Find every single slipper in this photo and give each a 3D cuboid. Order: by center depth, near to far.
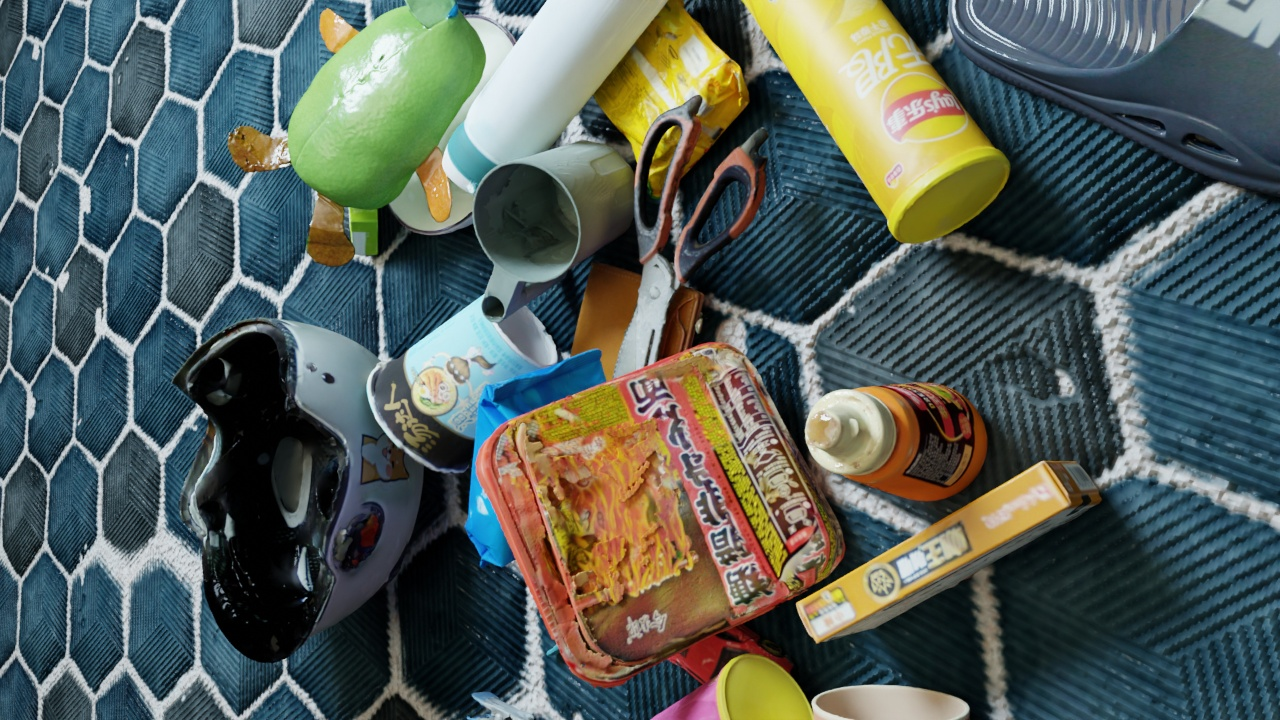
[{"bbox_3d":[0.259,-0.161,0.443,0.268,0.083,0.111,36,108,37],"label":"slipper"}]

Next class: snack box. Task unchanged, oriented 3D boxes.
[{"bbox_3d":[0.162,0.103,0.486,0.154,0.075,0.026,-40,62,27],"label":"snack box"},{"bbox_3d":[-0.265,-0.187,0.865,0.086,0.026,0.156,134,130,-68],"label":"snack box"}]

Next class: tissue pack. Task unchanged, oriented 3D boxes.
[{"bbox_3d":[-0.068,0.070,0.632,0.052,0.094,0.157,35,128,34],"label":"tissue pack"}]

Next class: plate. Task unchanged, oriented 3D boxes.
[{"bbox_3d":[-0.157,-0.201,0.803,0.193,0.039,0.192,-6,80,37],"label":"plate"}]

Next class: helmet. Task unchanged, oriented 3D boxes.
[{"bbox_3d":[-0.272,0.097,0.780,0.231,0.156,0.274,-1,95,39],"label":"helmet"}]

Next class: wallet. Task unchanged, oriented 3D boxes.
[{"bbox_3d":[-0.004,0.004,0.662,0.119,0.035,0.131,20,99,41],"label":"wallet"}]

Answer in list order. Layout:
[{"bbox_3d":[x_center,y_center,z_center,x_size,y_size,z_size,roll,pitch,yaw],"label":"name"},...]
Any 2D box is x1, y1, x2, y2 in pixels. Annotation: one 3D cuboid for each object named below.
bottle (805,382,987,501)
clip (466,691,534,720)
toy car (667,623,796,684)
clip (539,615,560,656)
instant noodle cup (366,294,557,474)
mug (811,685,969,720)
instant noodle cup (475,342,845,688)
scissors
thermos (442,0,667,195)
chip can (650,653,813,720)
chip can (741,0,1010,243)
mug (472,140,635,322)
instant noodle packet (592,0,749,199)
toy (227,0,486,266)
[{"bbox_3d":[0.128,0.040,0.474,0.067,0.149,0.066,-6,80,37],"label":"bottle"},{"bbox_3d":[-0.107,0.273,0.708,0.058,0.026,0.042,7,80,38],"label":"clip"},{"bbox_3d":[0.051,0.189,0.592,0.106,0.031,0.049,29,103,35],"label":"toy car"},{"bbox_3d":[-0.052,0.200,0.682,0.054,0.013,0.033,-25,70,36],"label":"clip"},{"bbox_3d":[-0.133,0.010,0.718,0.121,0.111,0.111,-40,61,19],"label":"instant noodle cup"},{"bbox_3d":[0.132,0.234,0.471,0.082,0.114,0.106,-3,83,10],"label":"mug"},{"bbox_3d":[0.009,0.092,0.562,0.164,0.188,0.079,64,161,15],"label":"instant noodle cup"},{"bbox_3d":[0.025,-0.061,0.611,0.207,0.015,0.201,-28,74,31],"label":"scissors"},{"bbox_3d":[-0.065,-0.209,0.664,0.225,0.073,0.073,-45,59,28],"label":"thermos"},{"bbox_3d":[0.012,0.260,0.569,0.211,0.071,0.071,-46,59,33],"label":"chip can"},{"bbox_3d":[0.133,-0.173,0.550,0.072,0.072,0.213,-39,62,28],"label":"chip can"},{"bbox_3d":[-0.065,-0.095,0.665,0.084,0.103,0.124,33,122,9],"label":"mug"},{"bbox_3d":[0.019,-0.196,0.660,0.111,0.044,0.128,-48,55,30],"label":"instant noodle packet"},{"bbox_3d":[-0.222,-0.202,0.765,0.247,0.089,0.227,-38,80,17],"label":"toy"}]
